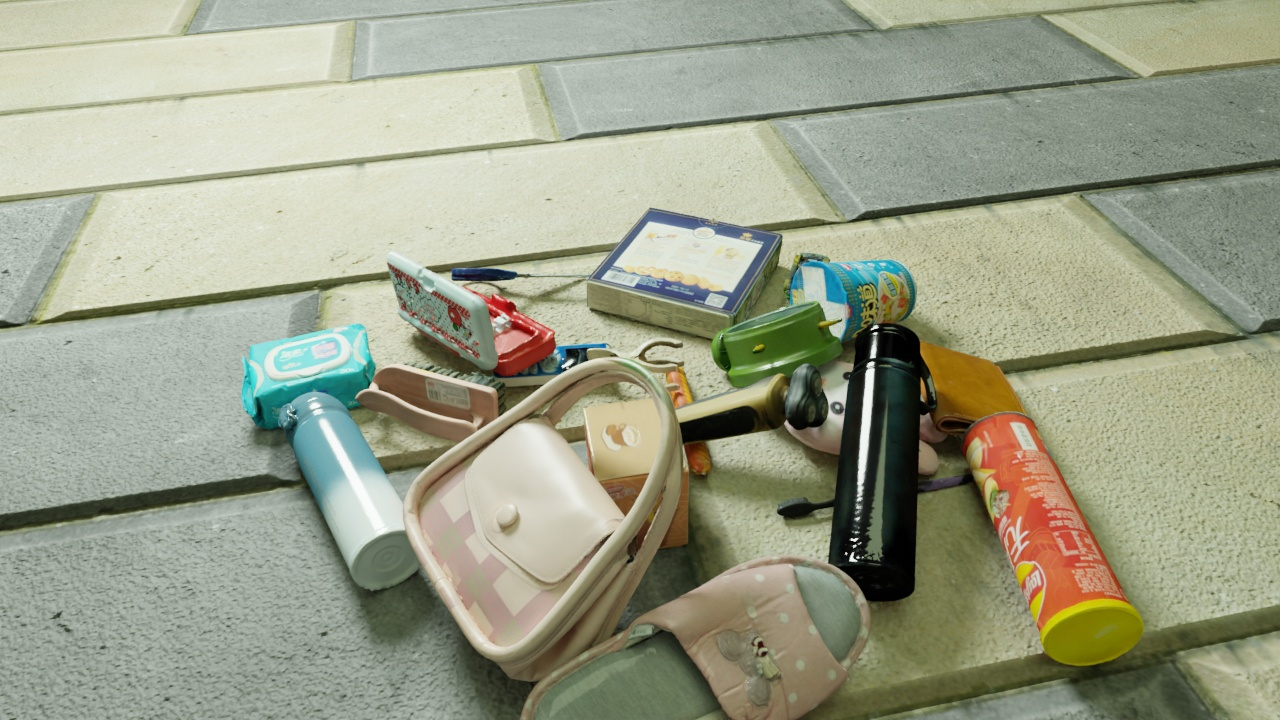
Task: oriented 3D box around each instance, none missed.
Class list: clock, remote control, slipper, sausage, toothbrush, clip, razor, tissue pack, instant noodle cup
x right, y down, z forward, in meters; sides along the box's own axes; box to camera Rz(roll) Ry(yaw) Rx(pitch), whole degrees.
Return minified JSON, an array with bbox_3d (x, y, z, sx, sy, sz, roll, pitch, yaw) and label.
[{"bbox_3d":[0.135,-0.018,0.934,0.116,0.056,0.161,-19,5,-9],"label":"clock"},{"bbox_3d":[-0.091,0.006,0.967,0.125,0.024,0.049,-4,39,-1],"label":"remote control"},{"bbox_3d":[0.046,0.217,0.649,0.274,0.055,0.114,-19,72,-17],"label":"slipper"},{"bbox_3d":[0.045,0.055,0.903,0.021,0.021,0.165,-6,39,-6],"label":"sausage"},{"bbox_3d":[0.212,0.119,0.826,0.189,0.014,0.016,-8,17,-9],"label":"toothbrush"},{"bbox_3d":[-0.004,0.012,0.916,0.104,0.035,0.086,-9,41,-6],"label":"clip"},{"bbox_3d":[0.086,0.050,0.836,0.168,0.062,0.067,-14,25,12],"label":"razor"},{"bbox_3d":[-0.341,0.014,0.945,0.133,0.050,0.093,-15,42,-16],"label":"tissue pack"},{"bbox_3d":[0.237,-0.067,1.000,0.109,0.099,0.099,-12,39,-26],"label":"instant noodle cup"}]

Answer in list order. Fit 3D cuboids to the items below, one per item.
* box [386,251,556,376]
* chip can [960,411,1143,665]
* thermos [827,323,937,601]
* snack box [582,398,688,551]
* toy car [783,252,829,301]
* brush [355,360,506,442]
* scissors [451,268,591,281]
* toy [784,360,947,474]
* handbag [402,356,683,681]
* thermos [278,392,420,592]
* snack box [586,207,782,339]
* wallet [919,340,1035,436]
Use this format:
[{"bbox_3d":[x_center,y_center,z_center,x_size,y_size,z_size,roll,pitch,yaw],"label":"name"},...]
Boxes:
[{"bbox_3d":[-0.182,-0.061,0.972,0.095,0.100,0.201,-29,37,-31],"label":"box"},{"bbox_3d":[0.328,0.136,0.751,0.073,0.073,0.216,-2,39,-1],"label":"chip can"},{"bbox_3d":[0.215,0.083,0.785,0.090,0.069,0.241,25,55,-12],"label":"thermos"},{"bbox_3d":[-0.005,0.099,0.792,0.077,0.094,0.092,-7,39,-6],"label":"snack box"},{"bbox_3d":[0.195,-0.094,1.071,0.043,0.036,0.091,13,40,15],"label":"toy car"},{"bbox_3d":[-0.204,0.040,0.897,0.146,0.063,0.072,14,31,20],"label":"brush"},{"bbox_3d":[-0.150,-0.100,1.082,0.163,0.012,0.162,1,1,40],"label":"scissors"},{"bbox_3d":[0.214,0.053,0.880,0.159,0.054,0.121,20,43,13],"label":"toy"},{"bbox_3d":[-0.059,0.102,0.701,0.234,0.093,0.193,-50,50,6],"label":"handbag"},{"bbox_3d":[-0.262,0.107,0.816,0.070,0.070,0.220,-23,44,-24],"label":"thermos"},{"bbox_3d":[0.055,-0.106,1.084,0.178,0.046,0.182,15,42,20],"label":"snack box"},{"bbox_3d":[0.327,0.033,0.894,0.119,0.035,0.130,16,32,-9],"label":"wallet"}]
